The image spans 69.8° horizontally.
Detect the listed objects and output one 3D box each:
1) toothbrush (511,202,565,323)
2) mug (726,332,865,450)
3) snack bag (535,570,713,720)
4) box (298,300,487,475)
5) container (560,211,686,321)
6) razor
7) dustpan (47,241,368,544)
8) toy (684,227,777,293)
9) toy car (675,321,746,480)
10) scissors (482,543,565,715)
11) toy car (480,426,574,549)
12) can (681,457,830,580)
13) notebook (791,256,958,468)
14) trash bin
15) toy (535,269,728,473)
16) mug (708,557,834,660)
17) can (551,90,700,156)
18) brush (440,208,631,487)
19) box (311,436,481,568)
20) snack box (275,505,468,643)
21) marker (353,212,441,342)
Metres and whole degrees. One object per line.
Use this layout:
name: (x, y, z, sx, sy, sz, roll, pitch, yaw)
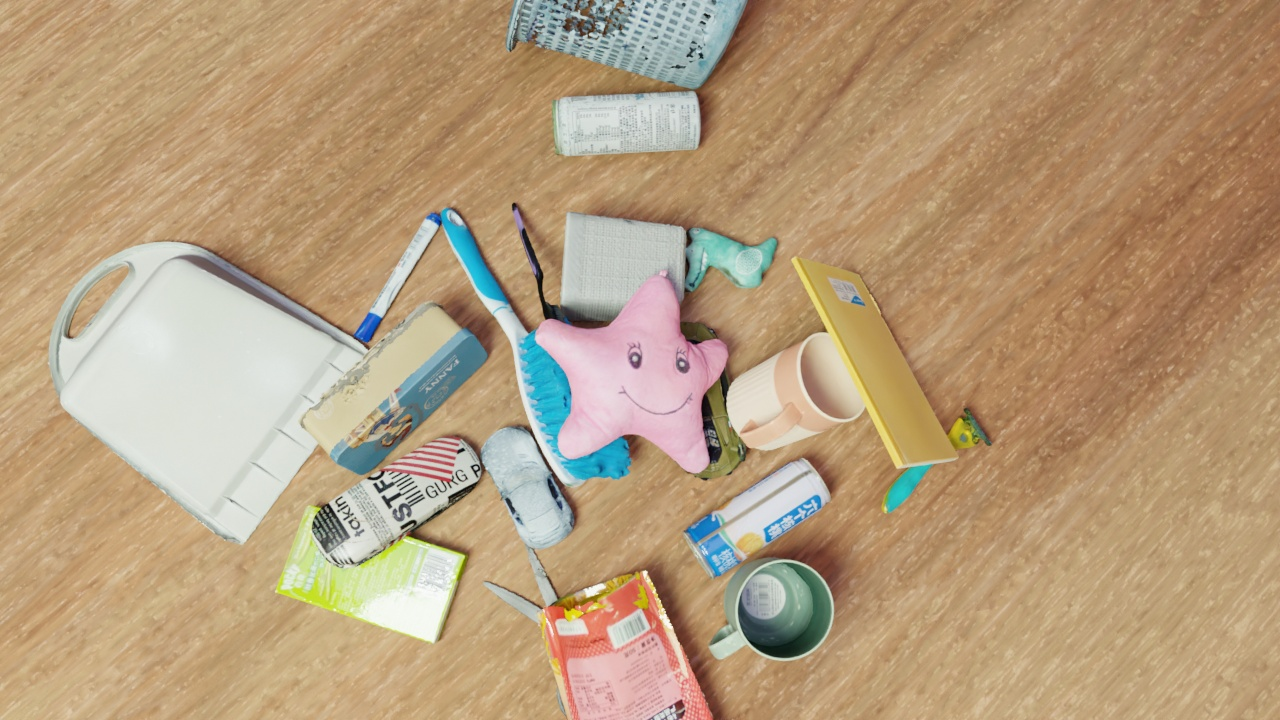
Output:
toothbrush: (-0.100, -0.093, 0.874, 0.016, 0.014, 0.188, 2, 43, -26)
mug: (0.132, 0.040, 0.829, 0.081, 0.106, 0.114, 51, 51, -5)
snack bag: (-0.007, 0.300, 0.808, 0.128, 0.073, 0.208, -22, 86, -2)
box: (-0.223, 0.021, 0.855, 0.184, 0.090, 0.060, -43, 77, -7)
container: (-0.017, -0.085, 0.881, 0.114, 0.090, 0.090, 4, 80, -4)
razor: (0.277, 0.101, 0.879, 0.132, 0.028, 0.043, -39, 105, -12)
dustpan: (-0.436, 0.006, 0.895, 0.257, 0.143, 0.222, 39, 80, -24)
toy: (0.081, -0.098, 0.912, 0.092, 0.030, 0.096, 24, 66, 7)
toy car: (0.055, 0.036, 0.883, 0.070, 0.042, 0.158, -13, 77, -4)
scissors: (-0.067, 0.256, 0.854, 0.178, 0.014, 0.159, 6, 77, 2)
toy car: (-0.107, 0.119, 0.866, 0.054, 0.037, 0.120, -28, 79, -6)
can: (0.108, 0.146, 0.855, 0.134, 0.053, 0.053, -32, 81, -7)
notebook: (0.215, 0.001, 0.835, 0.010, 0.145, 0.206, -34, 69, 30)
trash bin: (0.000, -0.368, 0.885, 0.195, 0.227, 0.226, 22, 79, -9)
toy: (-0.005, 0.005, 0.809, 0.194, 0.075, 0.178, 12, 83, -28)
mug: (0.108, 0.225, 0.813, 0.111, 0.106, 0.082, -34, 83, -8)
can: (-0.014, -0.238, 0.924, 0.147, 0.058, 0.058, -4, 79, -1)
brush: (-0.108, -0.023, 0.873, 0.060, 0.110, 0.314, -18, 84, -42)
box: (-0.221, 0.125, 0.839, 0.164, 0.056, 0.070, -36, 56, -25)
snack box: (-0.248, 0.198, 0.852, 0.156, 0.026, 0.085, 17, 79, 2)
marker: (-0.240, -0.083, 0.912, 0.017, 0.017, 0.145, 28, 80, 4)
